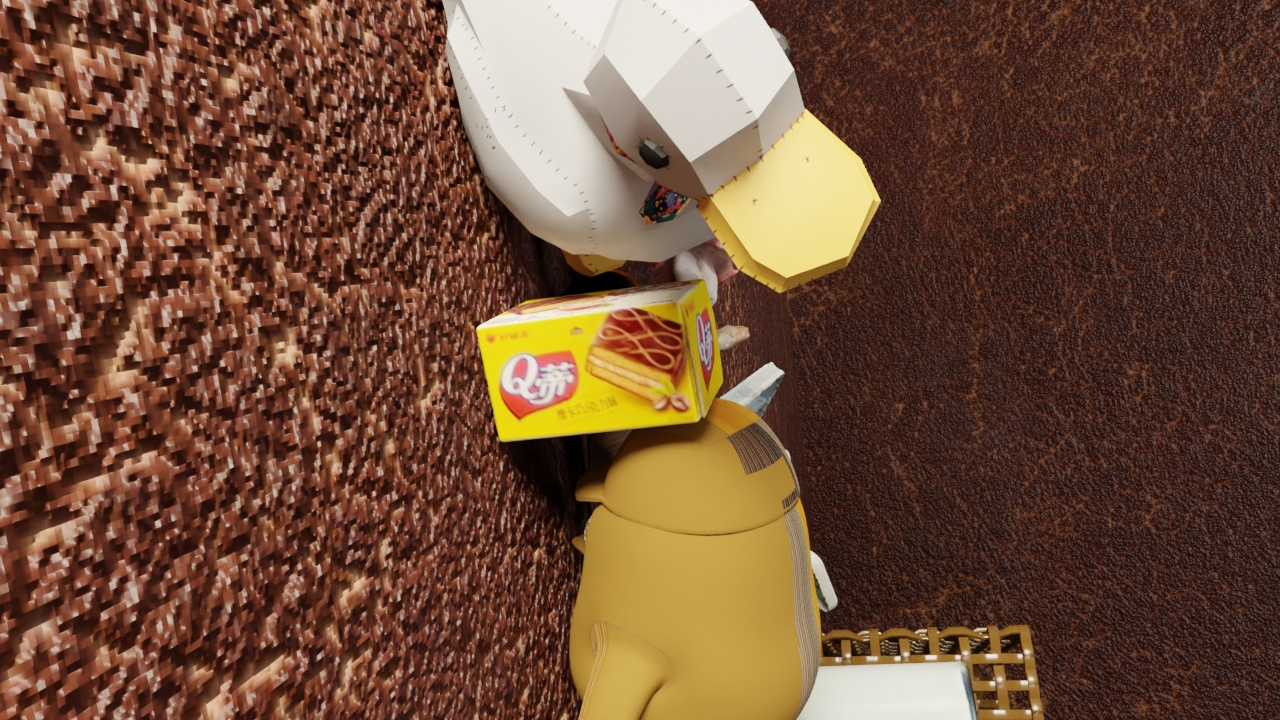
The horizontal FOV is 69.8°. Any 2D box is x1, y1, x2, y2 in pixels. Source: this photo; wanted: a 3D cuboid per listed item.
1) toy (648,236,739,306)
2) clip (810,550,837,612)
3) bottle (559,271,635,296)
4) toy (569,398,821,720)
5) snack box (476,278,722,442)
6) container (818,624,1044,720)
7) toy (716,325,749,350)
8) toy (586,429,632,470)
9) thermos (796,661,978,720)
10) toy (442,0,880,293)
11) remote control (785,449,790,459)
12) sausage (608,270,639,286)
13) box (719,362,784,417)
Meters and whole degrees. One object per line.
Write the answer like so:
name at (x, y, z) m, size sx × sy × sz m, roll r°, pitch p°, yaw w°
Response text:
toy at (0.007, -0.106, 0.634) m, size 0.194 × 0.084 × 0.159 m, roll 62°, pitch 2°, yaw 31°
clip at (0.140, 0.189, 0.866) m, size 0.143 × 0.074 × 0.125 m, roll -74°, pitch 140°, yaw -79°
bottle at (0.007, 0.012, 0.614) m, size 0.181 × 0.059 × 0.059 m, roll 49°, pitch 36°, yaw -53°
toy at (0.023, 0.120, 0.506) m, size 0.198 × 0.163 × 0.203 m, roll -21°, pitch 118°, yaw -53°
snack box at (-0.017, -0.002, 0.473) m, size 0.083 × 0.106 × 0.061 m, roll -48°, pitch 130°, yaw -72°
container at (0.236, 0.377, 0.814) m, size 0.219 × 0.214 × 0.251 m, roll 55°, pitch 32°, yaw -64°
toy at (0.029, -0.038, 0.793) m, size 0.106 × 0.074 × 0.085 m, roll 27°, pitch 24°, yaw -51°
toy at (-0.015, 0.073, 0.580) m, size 0.041 × 0.055 × 0.102 m, roll -17°, pitch 97°, yaw -36°
thermos at (0.107, 0.243, 0.624) m, size 0.067 × 0.230 × 0.068 m, roll -5°, pitch 89°, yaw -75°
toy at (-0.009, -0.120, 0.426) m, size 0.246 × 0.141 × 0.267 m, roll 48°, pitch -3°, yaw 3°
remote control at (0.126, 0.107, 0.954) m, size 0.147 × 0.008 × 0.045 m, roll -172°, pitch -107°, yaw -76°
sausage at (-0.004, 0.004, 0.673) m, size 0.044 × 0.039 × 0.164 m, roll -69°, pitch 151°, yaw -47°
box at (0.072, 0.103, 0.842) m, size 0.209 × 0.061 × 0.193 m, roll -30°, pitch 139°, yaw -62°
